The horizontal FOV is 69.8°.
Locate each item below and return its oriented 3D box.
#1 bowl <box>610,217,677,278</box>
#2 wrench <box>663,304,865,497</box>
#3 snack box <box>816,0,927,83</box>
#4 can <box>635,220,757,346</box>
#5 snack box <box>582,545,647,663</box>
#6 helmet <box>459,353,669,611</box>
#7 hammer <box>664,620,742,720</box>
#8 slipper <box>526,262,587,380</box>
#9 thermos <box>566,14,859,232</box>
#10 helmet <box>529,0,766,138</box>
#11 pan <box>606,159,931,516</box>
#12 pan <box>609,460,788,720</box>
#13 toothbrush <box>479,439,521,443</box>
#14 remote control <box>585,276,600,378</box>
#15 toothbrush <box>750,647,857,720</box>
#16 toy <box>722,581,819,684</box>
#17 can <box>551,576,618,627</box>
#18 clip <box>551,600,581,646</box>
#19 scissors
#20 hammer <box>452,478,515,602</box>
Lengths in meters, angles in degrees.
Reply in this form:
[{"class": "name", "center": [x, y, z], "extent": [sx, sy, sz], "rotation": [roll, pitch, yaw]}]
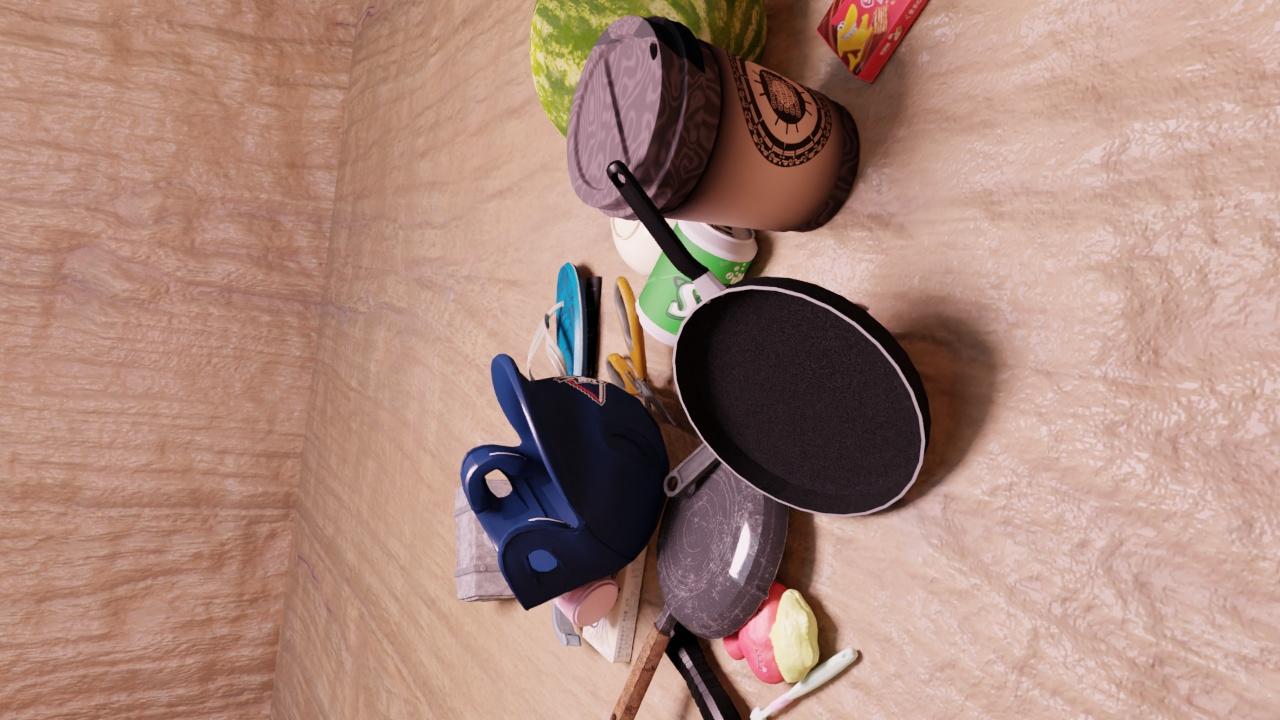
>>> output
[{"class": "bowl", "center": [0.015, -0.163, 1.042], "extent": [0.151, 0.075, 0.150], "rotation": [-19, 67, 56]}, {"class": "wrench", "center": [0.111, 0.044, 0.867], "extent": [0.274, 0.018, 0.073], "rotation": [-46, 46, 27]}, {"class": "snack box", "center": [0.216, -0.326, 0.810], "extent": [0.133, 0.021, 0.089], "rotation": [-58, 40, 36]}, {"class": "can", "center": [0.058, -0.088, 0.965], "extent": [0.140, 0.087, 0.087], "rotation": [-62, 37, 31]}, {"class": "snack box", "center": [-0.032, 0.277, 1.106], "extent": [0.082, 0.026, 0.150], "rotation": [15, 98, 59]}, {"class": "helmet", "center": [-0.084, 0.110, 0.989], "extent": [0.272, 0.223, 0.232], "rotation": [65, 168, -24]}, {"class": "hammer", "center": [0.096, 0.367, 0.849], "extent": [0.328, 0.039, 0.131], "rotation": [-128, 36, -53]}, {"class": "slipper", "center": [-0.112, 0.007, 1.241], "extent": [0.118, 0.060, 0.294], "rotation": [162, 110, -66]}, {"class": "thermos", "center": [0.070, -0.198, 0.829], "extent": [0.173, 0.225, 0.172], "rotation": [-16, 71, 57]}, {"class": "helmet", "center": [0.005, -0.322, 0.968], "extent": [0.247, 0.213, 0.243], "rotation": [23, 85, 44]}, {"class": "pan", "center": [0.089, -0.020, 0.749], "extent": [0.356, 0.034, 0.226], "rotation": [53, 140, -8]}, {"class": "pan", "center": [0.038, 0.236, 0.924], "extent": [0.357, 0.040, 0.207], "rotation": [-64, 25, 13]}, {"class": "toothbrush", "center": [-0.105, 0.106, 1.110], "extent": [0.010, 0.181, 0.010], "rotation": [-169, 84, -73]}, {"class": "remote control", "center": [-0.068, -0.043, 1.238], "extent": [0.030, 0.009, 0.140], "rotation": [-4, 82, 59]}, {"class": "toothbrush", "center": [0.145, 0.294, 0.822], "extent": [0.155, 0.015, 0.022], "rotation": [-54, 45, 39]}, {"class": "toy", "center": [0.117, 0.250, 0.847], "extent": [0.135, 0.045, 0.091], "rotation": [-14, 69, 59]}, {"class": "can", "center": [-0.073, 0.262, 1.070], "extent": [0.076, 0.067, 0.067], "rotation": [36, 116, 38]}, {"class": "clip", "center": [-0.091, 0.292, 1.167], "extent": [0.165, 0.032, 0.165], "rotation": [117, 153, -42]}, {"class": "scissors", "center": [-0.006, 0.007, 1.061], "extent": [0.225, 0.016, 0.230], "rotation": [-137, 35, -61]}, {"class": "hammer", "center": [-0.170, 0.237, 1.289], "extent": [0.327, 0.079, 0.176], "rotation": [-29, 60, 53]}]
